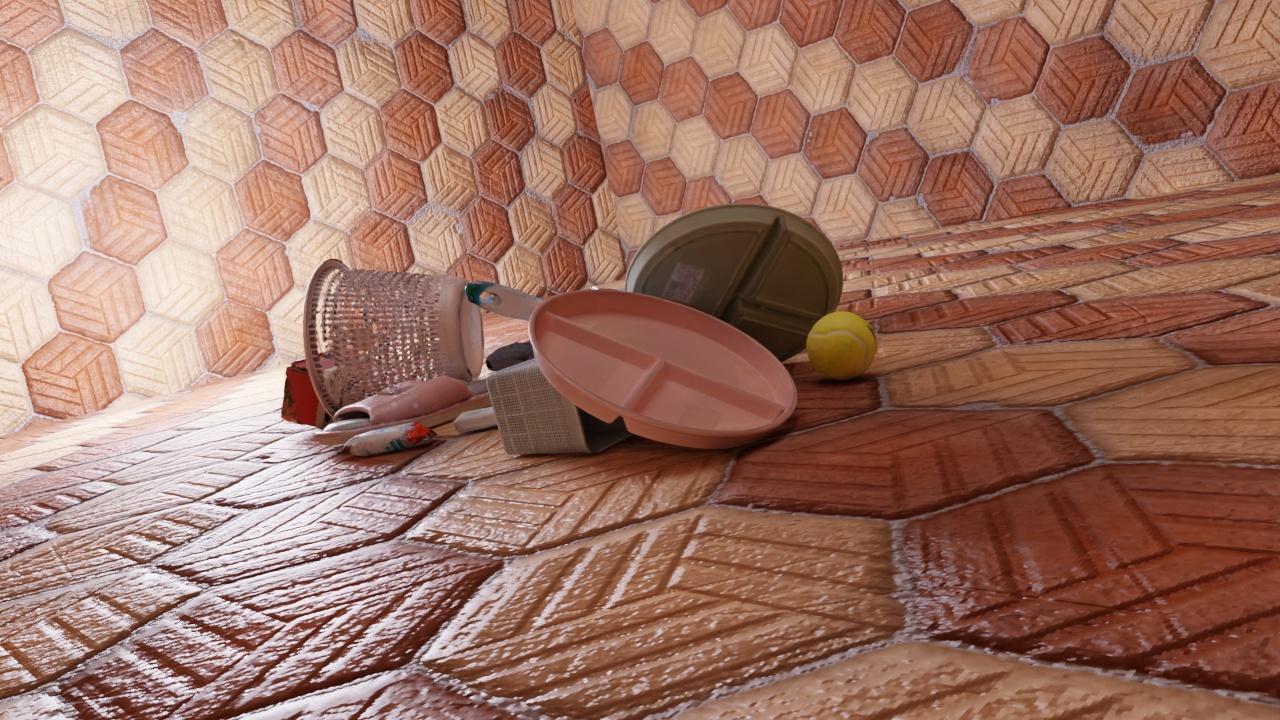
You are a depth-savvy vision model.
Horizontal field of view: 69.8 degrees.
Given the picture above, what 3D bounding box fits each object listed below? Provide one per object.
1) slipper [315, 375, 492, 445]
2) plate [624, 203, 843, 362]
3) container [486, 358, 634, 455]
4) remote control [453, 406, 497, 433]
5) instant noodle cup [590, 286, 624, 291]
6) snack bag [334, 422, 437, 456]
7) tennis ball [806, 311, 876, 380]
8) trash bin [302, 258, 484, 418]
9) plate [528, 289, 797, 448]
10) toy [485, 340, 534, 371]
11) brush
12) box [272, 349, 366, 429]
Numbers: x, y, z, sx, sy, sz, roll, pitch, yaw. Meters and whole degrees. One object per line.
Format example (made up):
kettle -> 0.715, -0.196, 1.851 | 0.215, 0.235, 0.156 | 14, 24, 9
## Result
slipper -> -0.272, 0.051, 1.135 | 0.114, 0.054, 0.273 | -5, 8, 45
plate -> 0.097, -0.065, 0.959 | 0.230, 0.230, 0.027 | -10, 45, 10
container -> -0.071, 0.036, 0.834 | 0.112, 0.090, 0.089 | -9, 8, 37
remote control -> -0.141, 0.056, 1.018 | 0.125, 0.024, 0.049 | -12, 7, 2
instant noodle cup -> -0.019, -0.067, 1.470 | 0.120, 0.111, 0.111 | -5, 5, -25
snack bag -> -0.274, 0.086, 0.991 | 0.104, 0.026, 0.048 | -12, 2, 3
tennis ball -> 0.191, -0.014, 0.873 | 0.065, 0.065, 0.065 | -11, 8, 1
trash bin -> -0.325, -0.034, 1.261 | 0.192, 0.227, 0.227 | -4, 9, 5
plate -> 0.017, 0.004, 0.763 | 0.229, 0.028, 0.229 | 13, 27, -7
toy -> -0.030, -0.030, 1.227 | 0.355, 0.091, 0.138 | -11, -12, -32
brush -> -0.018, -0.033, 0.890 | 0.314, 0.061, 0.109 | 20, 19, -16
box -> -0.458, 0.039, 1.322 | 0.077, 0.091, 0.168 | 11, 9, 3
